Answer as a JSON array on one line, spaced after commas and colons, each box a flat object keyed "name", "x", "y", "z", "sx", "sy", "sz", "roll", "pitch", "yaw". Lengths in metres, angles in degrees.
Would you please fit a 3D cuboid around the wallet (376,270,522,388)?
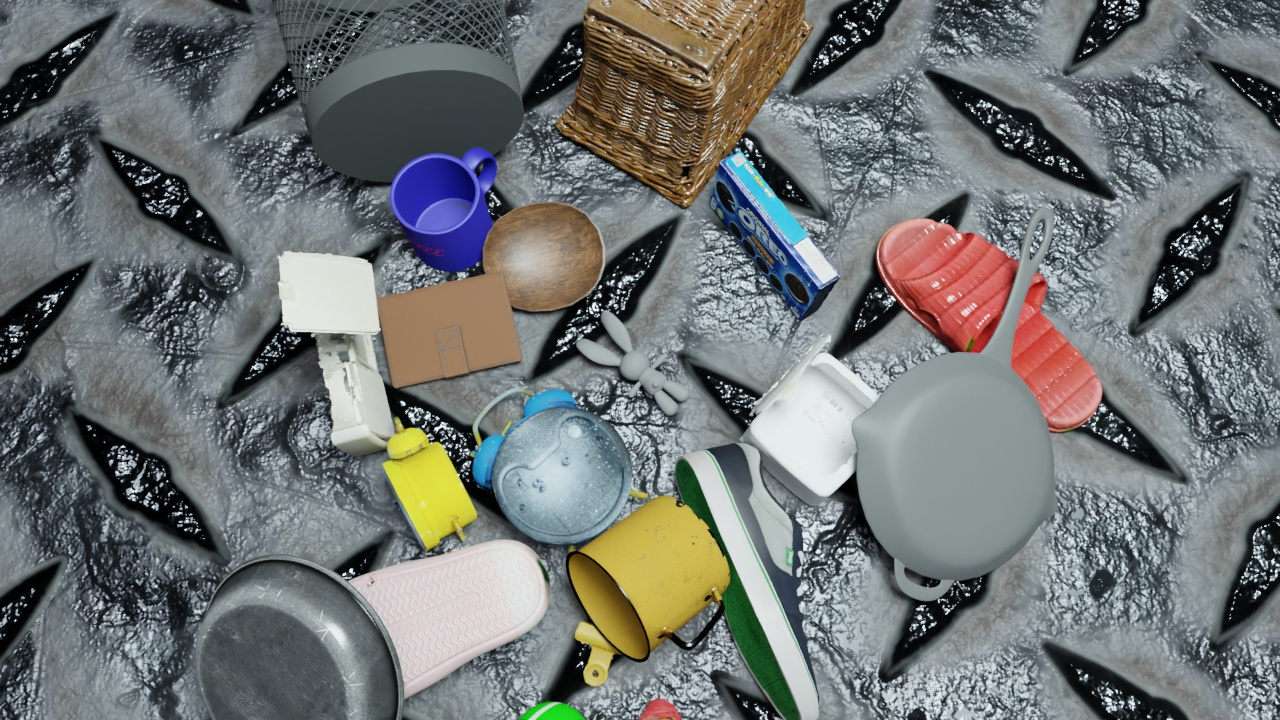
[{"name": "wallet", "x": -0.175, "y": -0.028, "z": 0.842, "sx": 0.121, "sy": 0.013, "sz": 0.087, "roll": -12, "pitch": 87, "yaw": 0}]

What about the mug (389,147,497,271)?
[{"name": "mug", "x": -0.172, "y": -0.147, "z": 0.851, "sx": 0.079, "sy": 0.084, "sz": 0.111, "roll": 34, "pitch": 76, "yaw": 10}]

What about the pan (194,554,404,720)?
[{"name": "pan", "x": -0.210, "y": 0.303, "z": 0.707, "sx": 0.357, "sy": 0.055, "sz": 0.188, "roll": 46, "pitch": 111, "yaw": 6}]

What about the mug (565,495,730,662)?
[{"name": "mug", "x": 0.016, "y": 0.176, "z": 0.729, "sx": 0.093, "sy": 0.101, "sz": 0.124, "roll": -31, "pitch": 44, "yaw": -29}]

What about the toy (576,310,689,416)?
[{"name": "toy", "x": -0.005, "y": 0.005, "z": 0.834, "sx": 0.111, "sy": 0.030, "sz": 0.049, "roll": 41, "pitch": 91, "yaw": 6}]

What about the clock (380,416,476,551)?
[{"name": "clock", "x": -0.185, "y": 0.102, "z": 0.776, "sx": 0.057, "sy": 0.083, "sz": 0.118, "roll": -27, "pitch": 77, "yaw": -14}]

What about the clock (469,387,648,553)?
[{"name": "clock", "x": -0.077, "y": 0.089, "z": 0.793, "sx": 0.116, "sy": 0.060, "sz": 0.161, "roll": -41, "pitch": 76, "yaw": -11}]

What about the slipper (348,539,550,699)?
[{"name": "slipper", "x": -0.178, "y": 0.214, "z": 0.754, "sx": 0.221, "sy": 0.055, "sz": 0.106, "roll": -24, "pitch": 77, "yaw": 4}]

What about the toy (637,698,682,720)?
[{"name": "toy", "x": 0.001, "y": 0.330, "z": 0.700, "sx": 0.088, "sy": 0.094, "sz": 0.132, "roll": 25, "pitch": 76, "yaw": 7}]

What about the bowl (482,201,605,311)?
[{"name": "bowl", "x": -0.089, "y": -0.096, "z": 0.863, "sx": 0.114, "sy": 0.026, "sz": 0.102, "roll": -9, "pitch": 87, "yaw": 1}]

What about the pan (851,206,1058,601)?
[{"name": "pan", "x": 0.295, "y": 0.033, "z": 0.776, "sx": 0.216, "sy": 0.024, "sz": 0.354, "roll": 22, "pitch": 84, "yaw": -16}]

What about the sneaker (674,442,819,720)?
[{"name": "sneaker", "x": 0.108, "y": 0.177, "z": 0.758, "sx": 0.079, "sy": 0.084, "sz": 0.235, "roll": -15, "pitch": 72, "yaw": -18}]

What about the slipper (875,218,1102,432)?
[{"name": "slipper", "x": 0.324, "y": -0.043, "z": 0.835, "sx": 0.103, "sy": 0.059, "sz": 0.249, "roll": -41, "pitch": 79, "yaw": -11}]

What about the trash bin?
[{"name": "trash bin", "x": -0.224, "y": -0.310, "z": 0.839, "sx": 0.217, "sy": 0.218, "sz": 0.227, "roll": -15, "pitch": 77, "yaw": -5}]

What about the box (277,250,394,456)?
[{"name": "box", "x": -0.231, "y": -0.005, "z": 0.753, "sx": 0.070, "sy": 0.186, "sz": 0.143, "roll": -14, "pitch": 80, "yaw": -6}]

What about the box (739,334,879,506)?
[{"name": "box", "x": 0.149, "y": 0.039, "z": 0.769, "sx": 0.121, "sy": 0.137, "sz": 0.109, "roll": 44, "pitch": 75, "yaw": 11}]

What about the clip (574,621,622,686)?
[{"name": "clip", "x": -0.032, "y": 0.245, "z": 0.767, "sx": 0.054, "sy": 0.044, "sz": 0.049, "roll": 16, "pitch": 115, "yaw": 4}]

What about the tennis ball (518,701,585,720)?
[{"name": "tennis ball", "x": -0.070, "y": 0.303, "z": 0.722, "sx": 0.065, "sy": 0.065, "sz": 0.065, "roll": 0, "pitch": 73, "yaw": 0}]

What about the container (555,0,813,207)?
[{"name": "container", "x": 0.052, "y": -0.310, "z": 0.849, "sx": 0.162, "sy": 0.183, "sz": 0.249, "roll": 32, "pitch": 76, "yaw": 7}]

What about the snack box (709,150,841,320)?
[{"name": "snack box", "x": 0.120, "y": -0.113, "z": 0.843, "sx": 0.027, "sy": 0.082, "sz": 0.150, "roll": -34, "pitch": 75, "yaw": -12}]
